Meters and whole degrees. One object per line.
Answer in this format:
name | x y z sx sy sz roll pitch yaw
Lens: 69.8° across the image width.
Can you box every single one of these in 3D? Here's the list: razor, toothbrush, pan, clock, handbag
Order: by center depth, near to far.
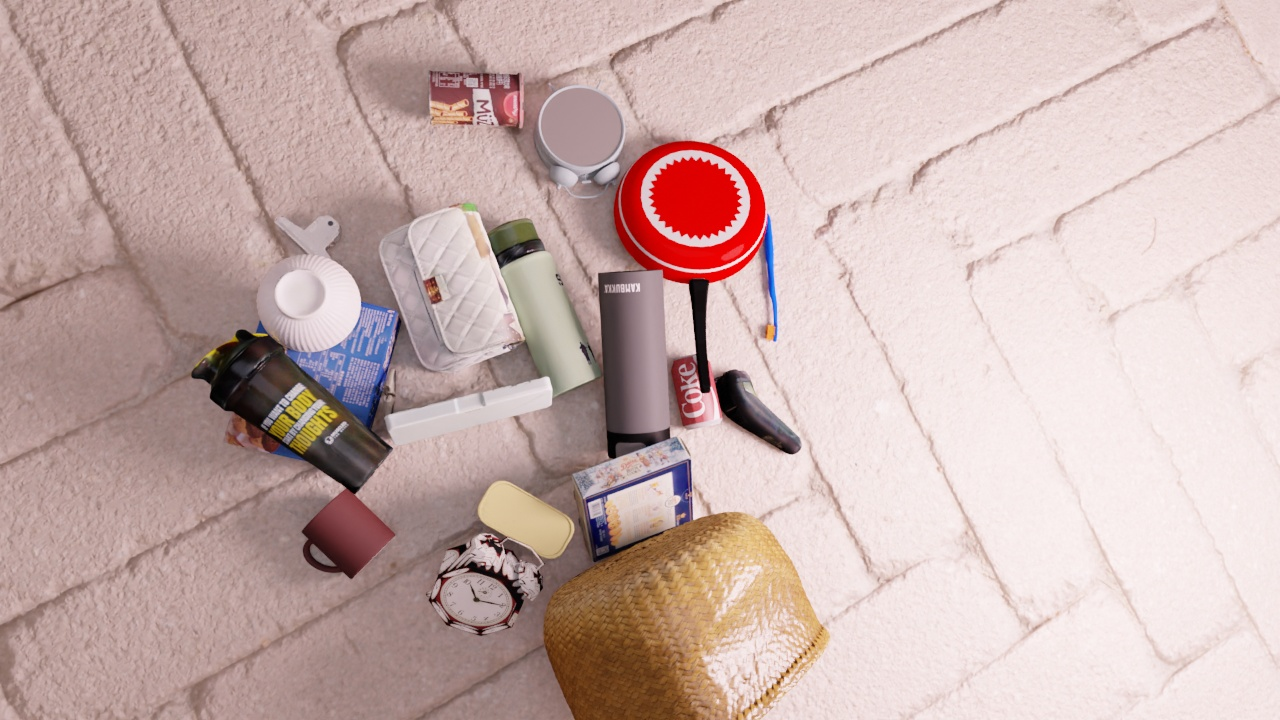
clock | -0.181 0.261 1.115 0.114 0.065 0.155 41 115 -18
handbag | -0.239 -0.087 1.152 0.139 0.072 0.195 -22 88 5
pan | 0.074 -0.134 1.214 0.209 0.067 0.355 -2 70 -7
clock | -0.080 -0.296 1.239 0.122 0.045 0.159 -6 83 -11
razor | 0.162 0.069 1.243 0.151 0.054 0.067 39 56 -10
toothbrush | 0.179 -0.116 1.282 0.018 0.016 0.182 -2 84 -6

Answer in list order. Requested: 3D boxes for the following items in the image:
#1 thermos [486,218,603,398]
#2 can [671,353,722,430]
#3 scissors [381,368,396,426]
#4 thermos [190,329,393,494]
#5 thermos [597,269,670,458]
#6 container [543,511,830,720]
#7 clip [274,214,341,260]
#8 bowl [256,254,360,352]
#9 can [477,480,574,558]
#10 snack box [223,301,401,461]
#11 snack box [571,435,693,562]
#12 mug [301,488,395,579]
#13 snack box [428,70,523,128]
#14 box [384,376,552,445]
thermos | -0.131 -0.069 1.188 0.082 0.082 0.231 -23 88 -13
can | 0.074 0.042 1.223 0.054 0.054 0.096 -11 85 -12
scissors | -0.302 0.029 1.097 0.012 0.171 0.121 3 55 -10
thermos | -0.389 0.058 1.043 0.221 0.098 0.098 39 78 -7
thermos | -0.007 0.007 1.170 0.082 0.082 0.240 -4 97 -12
container | 0.037 0.309 1.064 0.306 0.307 0.196 -25 84 -13
clip | -0.408 -0.158 1.162 0.102 0.050 0.058 43 90 -4
bowl | -0.391 -0.072 1.072 0.118 0.062 0.118 1 82 -10
can | -0.145 0.196 1.141 0.116 0.092 0.056 31 78 -6
snack box | -0.397 0.022 1.126 0.155 0.069 0.202 14 80 -9
snack box | -0.006 0.176 1.150 0.145 0.145 0.042 -19 47 -14
mug | -0.363 0.220 1.114 0.082 0.073 0.106 45 106 -3
snack box | -0.216 -0.343 1.206 0.121 0.072 0.072 -1 83 -11
box | -0.207 0.067 1.123 0.197 0.135 0.040 -13 75 -12
